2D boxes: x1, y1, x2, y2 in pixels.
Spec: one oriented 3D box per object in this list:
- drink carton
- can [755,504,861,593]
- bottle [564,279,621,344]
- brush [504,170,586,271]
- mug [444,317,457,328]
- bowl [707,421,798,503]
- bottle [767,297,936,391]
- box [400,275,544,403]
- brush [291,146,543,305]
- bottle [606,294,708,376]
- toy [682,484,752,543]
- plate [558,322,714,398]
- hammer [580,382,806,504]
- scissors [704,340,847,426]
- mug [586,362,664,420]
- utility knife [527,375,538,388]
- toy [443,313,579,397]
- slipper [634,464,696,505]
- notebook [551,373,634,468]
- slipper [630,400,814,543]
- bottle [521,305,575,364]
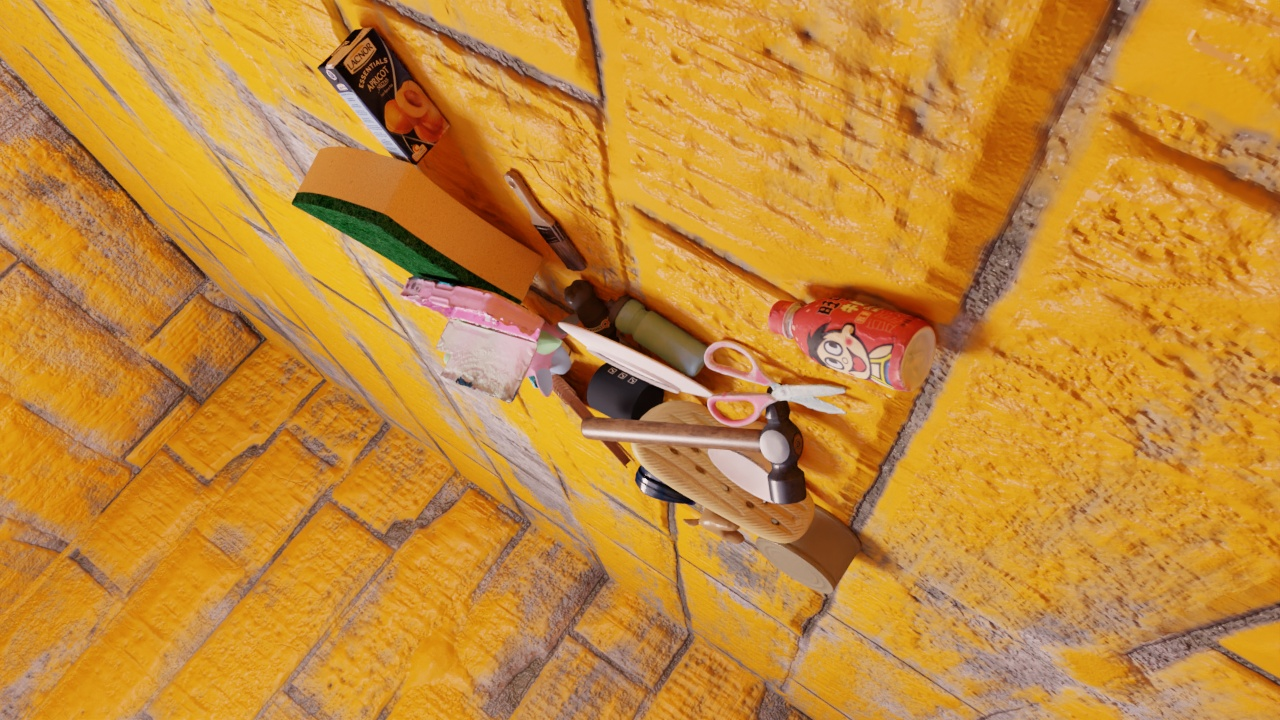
[{"bbox_3d":[-0.260,-0.269,0.938,0.040,0.064,0.130,15,153,43],"label":"drink carton"},{"bbox_3d":[0.230,0.255,1.267,0.128,0.073,0.128,33,161,13],"label":"can"},{"bbox_3d":[-0.054,-0.052,1.117,0.036,0.036,0.110,19,154,43],"label":"bottle"},{"bbox_3d":[-0.106,-0.152,1.017,0.039,0.012,0.151,17,151,46],"label":"brush"},{"bbox_3d":[-0.244,-0.032,1.420,0.099,0.096,0.120,47,-169,21],"label":"mug"},{"bbox_3d":[0.144,0.116,1.114,0.113,0.063,0.113,33,161,13],"label":"bowl"},{"bbox_3d":[0.169,-0.021,0.760,0.138,0.061,0.062,19,154,40],"label":"bottle"},{"bbox_3d":[-0.215,-0.030,1.081,0.086,0.105,0.231,30,171,-37],"label":"box"},{"bbox_3d":[-0.262,-0.153,1.089,0.195,0.075,0.250,18,170,41],"label":"brush"},{"bbox_3d":[0.016,-0.031,1.036,0.130,0.040,0.040,34,161,11],"label":"bottle"},{"bbox_3d":[0.122,0.191,1.277,0.106,0.108,0.134,11,152,21],"label":"toy"},{"bbox_3d":[-0.006,0.006,1.101,0.208,0.015,0.208,25,175,2],"label":"plate"},{"bbox_3d":[0.048,0.087,1.083,0.323,0.040,0.129,0,104,42],"label":"hammer"},{"bbox_3d":[0.137,0.017,0.949,0.179,0.016,0.105,-4,102,43],"label":"scissors"},{"bbox_3d":[-0.012,0.050,1.248,0.077,0.071,0.105,25,-176,31],"label":"mug"},{"bbox_3d":[-0.181,0.016,1.465,0.124,0.015,0.022,52,172,44],"label":"utility knife"},{"bbox_3d":[-0.178,-0.012,1.240,0.171,0.120,0.223,21,160,-3],"label":"toy"},{"bbox_3d":[0.046,0.173,1.381,0.105,0.095,0.253,32,164,24],"label":"slipper"},{"bbox_3d":[-0.103,0.065,1.410,0.169,0.022,0.210,51,173,-34],"label":"notebook"},{"bbox_3d":[0.110,0.142,1.203,0.261,0.111,0.079,34,-177,-2],"label":"slipper"},{"bbox_3d":[-0.141,-0.033,1.309,0.041,0.041,0.116,14,150,50],"label":"bottle"}]
